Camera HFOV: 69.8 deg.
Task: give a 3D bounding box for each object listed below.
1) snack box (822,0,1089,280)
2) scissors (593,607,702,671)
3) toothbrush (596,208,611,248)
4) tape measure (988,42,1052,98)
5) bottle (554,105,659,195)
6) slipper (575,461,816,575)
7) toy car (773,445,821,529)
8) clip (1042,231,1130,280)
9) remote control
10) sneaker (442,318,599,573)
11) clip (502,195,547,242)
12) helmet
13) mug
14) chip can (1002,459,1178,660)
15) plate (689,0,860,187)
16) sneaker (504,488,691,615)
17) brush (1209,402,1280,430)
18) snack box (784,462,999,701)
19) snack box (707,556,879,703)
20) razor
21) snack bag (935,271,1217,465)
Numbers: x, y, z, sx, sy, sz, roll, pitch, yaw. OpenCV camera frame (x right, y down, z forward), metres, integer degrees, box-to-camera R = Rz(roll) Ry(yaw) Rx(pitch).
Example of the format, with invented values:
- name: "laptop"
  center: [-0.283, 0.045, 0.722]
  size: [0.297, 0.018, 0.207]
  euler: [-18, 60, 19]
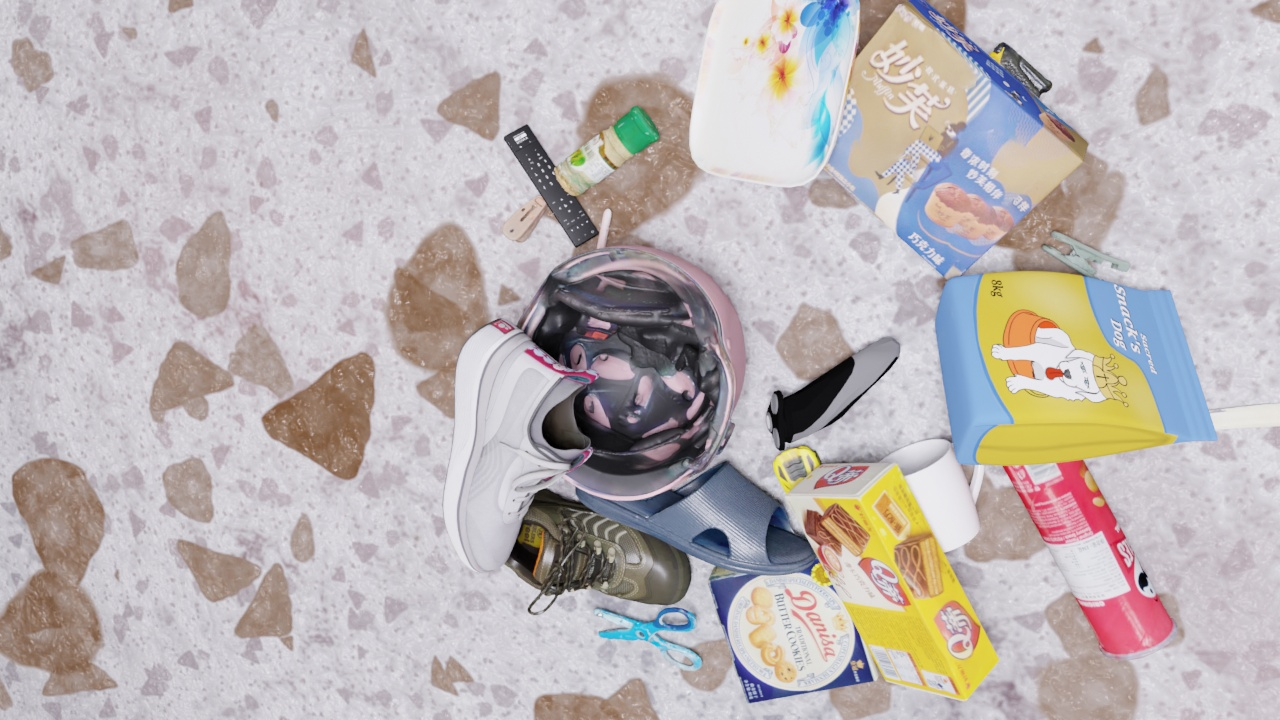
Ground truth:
- name: "snack box"
  center: [0.266, -0.197, 0.828]
  size: [0.202, 0.069, 0.155]
  euler: [43, 127, 4]
- name: "scissors"
  center: [0.008, 0.295, 1.020]
  size: [0.140, 0.013, 0.115]
  euler: [21, 128, 13]
- name: "toothbrush"
  center: [-0.048, -0.072, 0.984]
  size: [0.018, 0.015, 0.181]
  euler: [12, 103, 5]
- name: "tape measure"
  center: [0.330, -0.248, 0.843]
  size: [0.065, 0.037, 0.064]
  euler: [44, 106, 6]
- name: "bottle"
  center: [-0.036, -0.214, 0.943]
  size: [0.111, 0.043, 0.043]
  euler: [-32, 90, 18]
- name: "slipper"
  center: [0.057, 0.143, 0.947]
  size: [0.264, 0.101, 0.083]
  euler: [17, 112, 16]
- name: "toy car"
  center: [0.177, 0.139, 0.955]
  size: [0.049, 0.030, 0.107]
  euler: [-26, 94, 16]
- name: "clip"
  center: [0.418, -0.100, 0.854]
  size: [0.078, 0.023, 0.049]
  euler: [42, 105, 3]
- name: "remote control"
  center: [-0.094, -0.185, 0.973]
  size: [0.030, 0.009, 0.140]
  euler: [-33, 90, -17]
- name: "sneaker"
  center: [-0.109, 0.097, 0.867]
  size: [0.129, 0.096, 0.263]
  euler: [21, 115, 22]
- name: "clip"
  center: [-0.122, -0.151, 0.989]
  size: [0.060, 0.039, 0.024]
  euler: [-44, 87, -6]
- name: "helmet"
  center: [-0.005, 0.005, 0.914]
  size: [0.230, 0.152, 0.256]
  euler: [15, 112, 15]
- name: "mug"
  center: [0.297, 0.127, 0.904]
  size: [0.114, 0.081, 0.087]
  euler: [-29, 98, -13]
- name: "chip can"
  center: [0.419, 0.164, 0.874]
  size: [0.073, 0.073, 0.233]
  euler: [-29, 91, 17]
- name: "plate"
  center: [0.123, -0.260, 0.858]
  size: [0.187, 0.016, 0.187]
  euler: [23, 108, 46]
- name: "sneaker"
  center: [-0.066, 0.206, 0.970]
  size: [0.238, 0.142, 0.101]
  euler: [17, 103, 11]
- name: "brush"
  center: [0.523, 0.057, 0.860]
  size: [0.218, 0.012, 0.033]
  euler: [-6, 97, 14]
- name: "snack box"
  center: [0.243, 0.211, 0.890]
  size: [0.110, 0.061, 0.230]
  euler: [-14, 108, 60]
- name: "snack box"
  center: [0.161, 0.278, 0.976]
  size: [0.145, 0.042, 0.144]
  euler: [-17, 94, 17]
- name: "razor"
  center: [0.194, 0.030, 0.921]
  size: [0.156, 0.057, 0.060]
  euler: [-30, 120, 9]
- name: "snack bag"
  center: [0.379, 0.005, 0.812]
  size: [0.205, 0.102, 0.158]
  euler: [-2, 59, 8]
